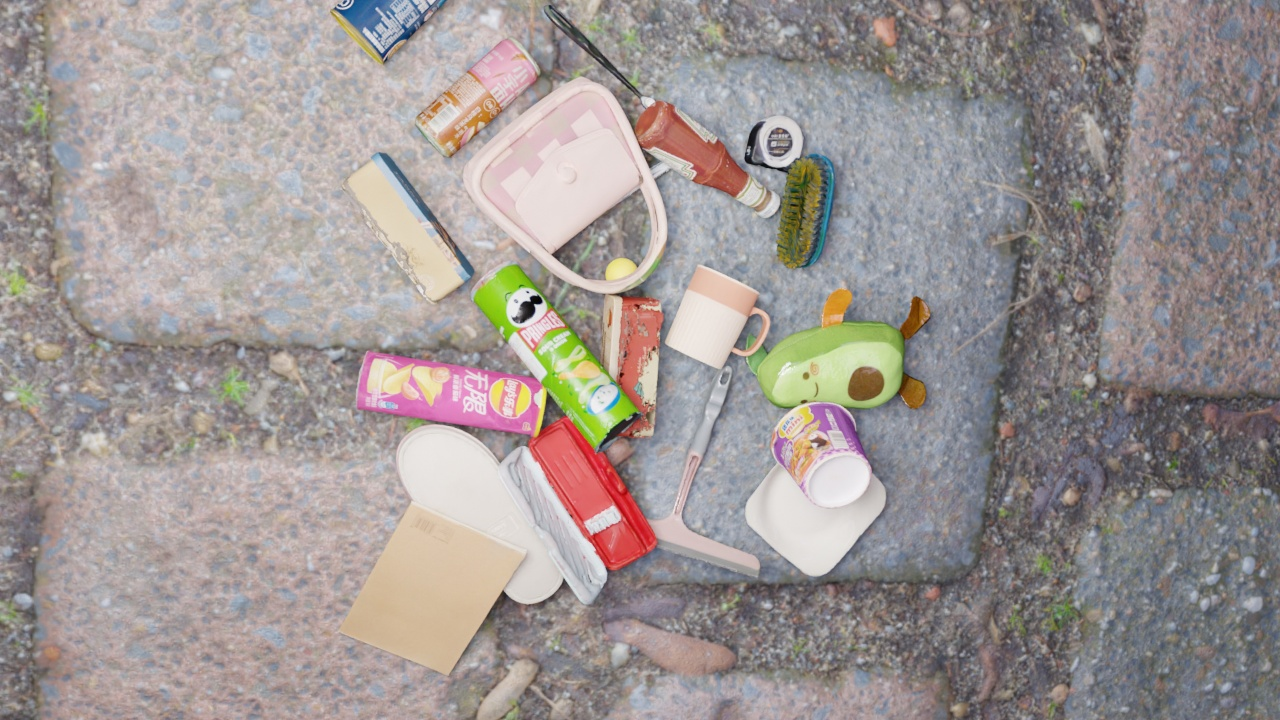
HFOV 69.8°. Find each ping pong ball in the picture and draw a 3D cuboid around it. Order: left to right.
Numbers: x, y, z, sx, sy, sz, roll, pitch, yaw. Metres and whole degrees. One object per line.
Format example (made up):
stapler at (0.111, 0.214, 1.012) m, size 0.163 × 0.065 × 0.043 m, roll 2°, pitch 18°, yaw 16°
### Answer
ping pong ball at (-0.022, -0.104, 1.115) m, size 0.040 × 0.040 × 0.040 m, roll -2°, pitch 99°, yaw -13°

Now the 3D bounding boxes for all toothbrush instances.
toothbrush at (-0.044, -0.355, 1.086) m, size 0.181 × 0.018 × 0.015 m, roll 40°, pitch 91°, yaw -14°

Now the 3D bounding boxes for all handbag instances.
handbag at (-0.068, -0.184, 1.063) m, size 0.193 × 0.093 × 0.234 m, roll -39°, pitch 103°, yaw -3°

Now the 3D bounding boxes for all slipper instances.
slipper at (-0.190, 0.185, 1.114) m, size 0.114 × 0.054 × 0.274 m, roll -39°, pitch 109°, yaw -3°

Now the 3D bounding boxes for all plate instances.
plate at (0.230, 0.188, 1.222) m, size 0.164 × 0.034 × 0.163 m, roll 42°, pitch 88°, yaw -15°

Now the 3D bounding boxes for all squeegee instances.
squeegee at (0.072, 0.124, 1.172) m, size 0.247 × 0.040 × 0.249 m, roll 18°, pitch 95°, yaw -3°

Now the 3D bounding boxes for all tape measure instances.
tape measure at (0.167, -0.269, 1.138) m, size 0.065 × 0.033 × 0.066 m, roll 12°, pitch 98°, yaw -16°

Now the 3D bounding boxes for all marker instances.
marker at (0.009, -0.224, 1.117) m, size 0.145 × 0.017 × 0.017 m, roll -34°, pitch 104°, yaw -6°

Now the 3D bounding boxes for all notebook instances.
notebook at (-0.252, 0.279, 1.105) m, size 0.149 × 0.012 × 0.212 m, roll 27°, pitch 109°, yaw -14°

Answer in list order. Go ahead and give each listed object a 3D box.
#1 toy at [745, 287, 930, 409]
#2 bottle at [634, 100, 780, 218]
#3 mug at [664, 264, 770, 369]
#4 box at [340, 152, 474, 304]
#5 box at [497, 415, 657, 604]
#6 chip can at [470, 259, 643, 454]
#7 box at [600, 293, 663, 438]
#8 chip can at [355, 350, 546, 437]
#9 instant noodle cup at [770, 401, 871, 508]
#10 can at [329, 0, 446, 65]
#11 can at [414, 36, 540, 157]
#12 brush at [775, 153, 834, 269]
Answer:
toy at (0.259, 0.008, 1.170) m, size 0.246 × 0.090 × 0.227 m, roll -9°, pitch 115°, yaw -9°
bottle at (0.086, -0.234, 1.099) m, size 0.206 × 0.060 × 0.060 m, roll 28°, pitch 91°, yaw -29°
mug at (0.100, -0.047, 1.131) m, size 0.114 × 0.081 × 0.106 m, roll 24°, pitch 94°, yaw -14°
box at (-0.262, -0.152, 1.028) m, size 0.060 × 0.089 × 0.184 m, roll -33°, pitch 106°, yaw 0°
box at (-0.076, 0.178, 1.105) m, size 0.119 × 0.098 × 0.201 m, roll -32°, pitch 96°, yaw 5°
chip can at (-0.097, -0.005, 1.050) m, size 0.072 × 0.072 × 0.236 m, roll -39°, pitch 79°, yaw -5°
box at (-0.007, 0.006, 1.110) m, size 0.076 × 0.091 × 0.168 m, roll 2°, pitch 98°, yaw -11°
chip can at (-0.218, 0.040, 1.070) m, size 0.210 × 0.071 × 0.071 m, roll 9°, pitch 96°, yaw -10°
instant noodle cup at (0.228, 0.122, 1.127) m, size 0.111 × 0.099 × 0.112 m, roll -4°, pitch 121°, yaw -7°
can at (-0.270, -0.388, 0.997) m, size 0.111 × 0.075 × 0.075 m, roll -46°, pitch 105°, yaw -3°
can at (-0.184, -0.298, 1.039) m, size 0.147 × 0.058 × 0.058 m, roll -43°, pitch 105°, yaw -4°
brush at (0.212, -0.186, 1.142) m, size 0.073 × 0.055 × 0.144 m, roll -22°, pitch 126°, yaw -46°
